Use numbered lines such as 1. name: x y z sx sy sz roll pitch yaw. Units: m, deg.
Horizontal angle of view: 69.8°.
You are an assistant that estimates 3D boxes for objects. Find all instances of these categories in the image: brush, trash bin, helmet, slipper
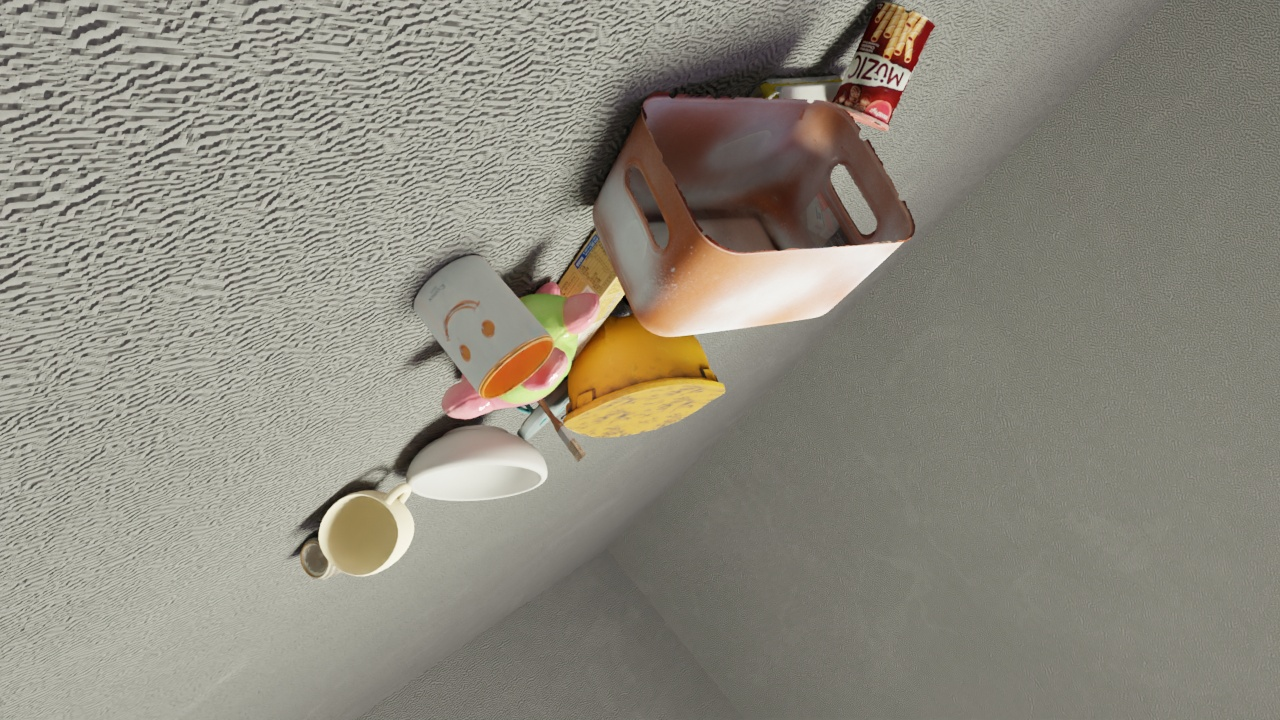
1. brush: -0.114 0.063 1.135 0.008 0.143 0.045 -35 175 -16
2. trash bin: 0.100 -0.136 0.890 0.259 0.181 0.158 -9 154 -33
3. helmet: -0.007 0.007 1.163 0.205 0.131 0.256 -10 167 -8
4. slipper: -0.125 0.045 1.285 0.098 0.055 0.268 -47 178 10

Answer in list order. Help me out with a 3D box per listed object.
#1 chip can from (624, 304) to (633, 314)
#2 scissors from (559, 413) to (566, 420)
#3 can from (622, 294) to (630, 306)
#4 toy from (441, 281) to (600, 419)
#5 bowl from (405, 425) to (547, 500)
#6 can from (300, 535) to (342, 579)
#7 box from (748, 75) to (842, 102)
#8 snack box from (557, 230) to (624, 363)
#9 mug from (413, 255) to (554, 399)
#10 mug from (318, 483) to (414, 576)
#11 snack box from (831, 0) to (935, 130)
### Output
1. chip can: 0.090 -0.105 1.257 0.220 0.069 0.069 -32 167 0
2. scissors: -0.048 0.027 1.469 0.201 0.015 0.204 -39 172 -29
3. can: -0.003 -0.103 1.100 0.054 0.054 0.138 -39 168 -6
4. toy: -0.134 -0.004 0.961 0.237 0.097 0.191 -24 -154 55
5. bowl: -0.209 0.126 1.173 0.176 0.066 0.177 -6 158 -2
6. can: -0.372 0.239 1.184 0.054 0.054 0.135 -46 167 21
7. box: 0.186 -0.287 1.040 0.209 0.070 0.067 -24 138 -51
8. snack box: -0.069 -0.064 1.040 0.056 0.057 0.207 -24 160 -49
9. mug: -0.141 -0.030 0.826 0.082 0.105 0.082 -38 167 -11
10. mug: -0.319 0.197 1.114 0.120 0.096 0.100 -52 175 -3
11. snack box: 0.267 -0.324 1.013 0.072 0.072 0.121 -11 127 -66
